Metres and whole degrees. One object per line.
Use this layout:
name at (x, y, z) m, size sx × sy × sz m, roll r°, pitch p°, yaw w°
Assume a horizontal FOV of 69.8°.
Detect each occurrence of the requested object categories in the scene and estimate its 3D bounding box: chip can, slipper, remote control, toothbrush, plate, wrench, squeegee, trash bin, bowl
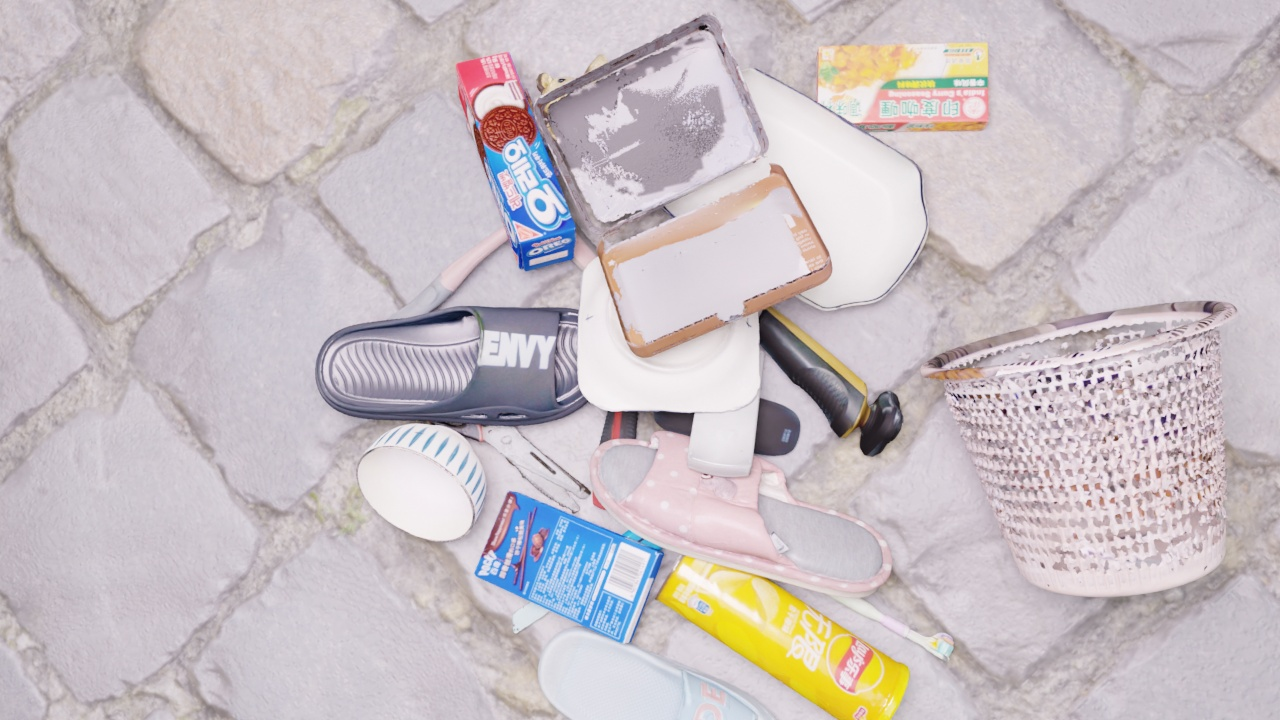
chip can at (0.120, 0.233, 0.787) m, size 0.213 × 0.072 × 0.072 m, roll 32°, pitch 87°, yaw 11°
slipper at (-0.158, 0.005, 0.816) m, size 0.268 × 0.083 × 0.110 m, roll -3°, pitch 84°, yaw -5°
slipper at (0.020, 0.310, 0.787) m, size 0.245 × 0.074 × 0.104 m, roll 27°, pitch 85°, yaw 11°
remote control at (0.076, 0.042, 0.811) m, size 0.056 × 0.019 × 0.134 m, roll 7°, pitch 50°, yaw 6°
slipper at (0.087, 0.126, 0.790) m, size 0.274 × 0.113 × 0.055 m, roll 21°, pitch 129°, yaw 6°
toothbrush at (0.185, 0.209, 0.810) m, size 0.189 × 0.029 × 0.020 m, roll 27°, pitch 126°, yaw 11°
plate at (0.025, -0.034, 0.813) m, size 0.163 × 0.034 × 0.164 m, roll 0°, pitch 66°, yaw -1°
plate at (0.136, -0.157, 0.853) m, size 0.266 × 0.034 × 0.162 m, roll 33°, pitch 92°, yaw 9°
wrench at (-0.005, 0.005, 0.859) m, size 0.056 × 0.016 × 0.273 m, roll 14°, pitch 84°, yaw -4°
squeegee at (-0.177, -0.079, 0.885) m, size 0.249 × 0.040 × 0.247 m, roll -41°, pitch 80°, yaw 1°
trash bin at (0.357, 0.070, 0.723) m, size 0.227 × 0.227 × 0.192 m, roll -14°, pitch 93°, yaw 5°
remote control at (0.078, 0.053, 0.841) m, size 0.136 × 0.024 × 0.053 m, roll 12°, pitch 85°, yaw 9°
bowl at (-0.191, 0.102, 0.835) m, size 0.116 × 0.117 × 0.066 m, roll 17°, pitch 40°, yaw 9°

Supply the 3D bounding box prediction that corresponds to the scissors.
scissors at (-0.130, 0.053, 0.863) m, size 0.205 × 0.015 × 0.196 m, roll 2°, pitch 84°, yaw 0°

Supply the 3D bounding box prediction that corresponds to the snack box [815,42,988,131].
snack box at (0.244, -0.256, 0.863) m, size 0.156 × 0.027 × 0.077 m, roll 1°, pitch 84°, yaw 7°

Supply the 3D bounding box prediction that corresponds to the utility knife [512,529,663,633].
utility knife at (-0.029, 0.186, 0.839) m, size 0.216 × 0.018 × 0.034 m, roll -34°, pitch 80°, yaw 3°

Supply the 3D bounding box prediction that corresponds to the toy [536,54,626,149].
toy at (-0.020, -0.248, 0.876) m, size 0.157 × 0.066 × 0.105 m, roll -9°, pitch 87°, yaw -11°

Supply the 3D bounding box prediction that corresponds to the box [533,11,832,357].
box at (0.032, -0.147, 0.785) m, size 0.179 × 0.125 × 0.273 m, roll -24°, pitch 76°, yaw 6°

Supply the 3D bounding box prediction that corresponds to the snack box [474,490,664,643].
snack box at (-0.065, 0.183, 0.825) m, size 0.157 × 0.026 × 0.084 m, roll 19°, pitch 83°, yaw 20°

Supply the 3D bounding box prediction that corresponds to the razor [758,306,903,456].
razor at (0.166, 0.013, 0.827) m, size 0.067 × 0.062 × 0.167 m, roll -35°, pitch 71°, yaw -30°

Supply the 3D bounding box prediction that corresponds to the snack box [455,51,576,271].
snack box at (-0.117, -0.189, 0.865) m, size 0.058 × 0.057 × 0.207 m, roll -17°, pitch 72°, yaw -13°
